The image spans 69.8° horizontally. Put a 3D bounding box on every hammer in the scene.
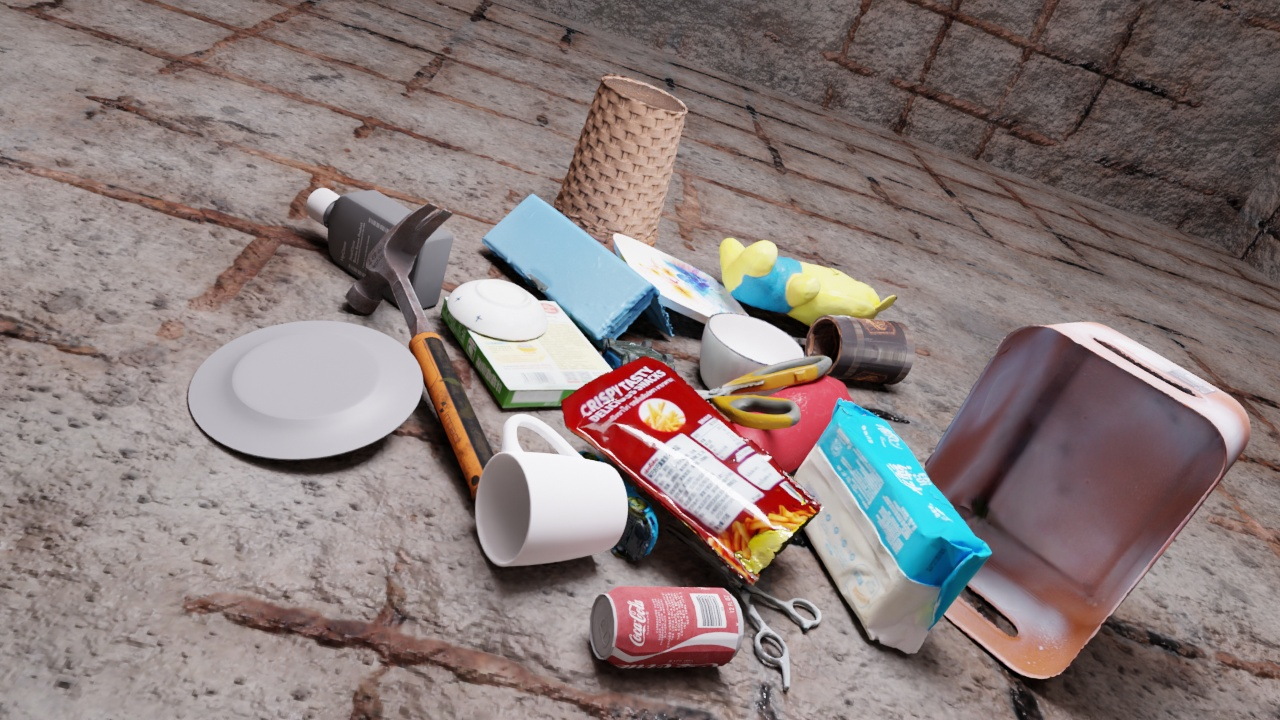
[{"bbox_3d":[-0.173,-0.009,0.796,0.035,0.138,0.314,19,30,-46],"label":"hammer"}]

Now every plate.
[{"bbox_3d":[0.052,-0.090,1.147,0.186,0.016,0.187,22,21,-26],"label":"plate"},{"bbox_3d":[-0.267,0.015,0.740,0.178,0.012,0.178,6,36,-5],"label":"plate"},{"bbox_3d":[-0.141,-0.058,0.925,0.104,0.026,0.104,15,28,-8],"label":"plate"}]

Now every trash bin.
[{"bbox_3d":[-0.021,-0.256,1.226,0.151,0.211,0.151,17,28,-9],"label":"trash bin"},{"bbox_3d":[0.359,0.109,0.781,0.157,0.260,0.181,-7,38,-48],"label":"trash bin"}]

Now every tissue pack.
[{"bbox_3d":[0.197,0.132,0.778,0.066,0.117,0.209,11,29,-28],"label":"tissue pack"}]

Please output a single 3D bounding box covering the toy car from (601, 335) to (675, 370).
[{"bbox_3d":[-0.006,0.005,0.936,0.056,0.044,0.120,3,14,-20],"label":"toy car"}]

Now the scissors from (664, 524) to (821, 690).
[{"bbox_3d":[0.075,0.182,0.713,0.141,0.014,0.146,25,28,2],"label":"scissors"}]

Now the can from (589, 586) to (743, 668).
[{"bbox_3d":[0.018,0.183,0.630,0.096,0.054,0.054,7,30,-24],"label":"can"}]

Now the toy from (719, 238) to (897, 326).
[{"bbox_3d":[0.208,-0.090,1.194,0.214,0.084,0.149,21,4,-14],"label":"toy"}]

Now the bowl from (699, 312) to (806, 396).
[{"bbox_3d":[0.116,0.003,1.007,0.116,0.066,0.116,16,27,-9],"label":"bowl"}]

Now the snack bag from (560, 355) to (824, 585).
[{"bbox_3d":[0.044,0.076,0.743,0.208,0.067,0.138,43,41,13],"label":"snack bag"}]

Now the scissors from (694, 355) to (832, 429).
[{"bbox_3d":[0.098,0.030,0.880,0.228,0.016,0.226,-20,15,-31],"label":"scissors"}]

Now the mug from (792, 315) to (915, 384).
[{"bbox_3d":[0.261,-0.015,1.145,0.107,0.080,0.116,5,3,-25],"label":"mug"}]

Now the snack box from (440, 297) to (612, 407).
[{"bbox_3d":[-0.109,-0.010,0.920,0.131,0.027,0.168,0,34,-36],"label":"snack box"}]

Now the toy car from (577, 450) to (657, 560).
[{"bbox_3d":[-0.022,0.115,0.733,0.032,0.048,0.105,-7,37,-46],"label":"toy car"}]

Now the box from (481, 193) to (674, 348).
[{"bbox_3d":[-0.073,-0.088,1.083,0.231,0.094,0.112,39,-12,34],"label":"box"}]

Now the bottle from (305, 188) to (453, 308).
[{"bbox_3d":[-0.279,-0.129,0.958,0.174,0.084,0.046,31,29,22],"label":"bottle"}]

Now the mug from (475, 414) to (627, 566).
[{"bbox_3d":[-0.068,0.094,0.685,0.087,0.081,0.114,6,61,-38],"label":"mug"}]

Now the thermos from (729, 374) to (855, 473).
[{"bbox_3d":[0.114,0.079,0.862,0.073,0.073,0.239,37,39,28],"label":"thermos"}]
